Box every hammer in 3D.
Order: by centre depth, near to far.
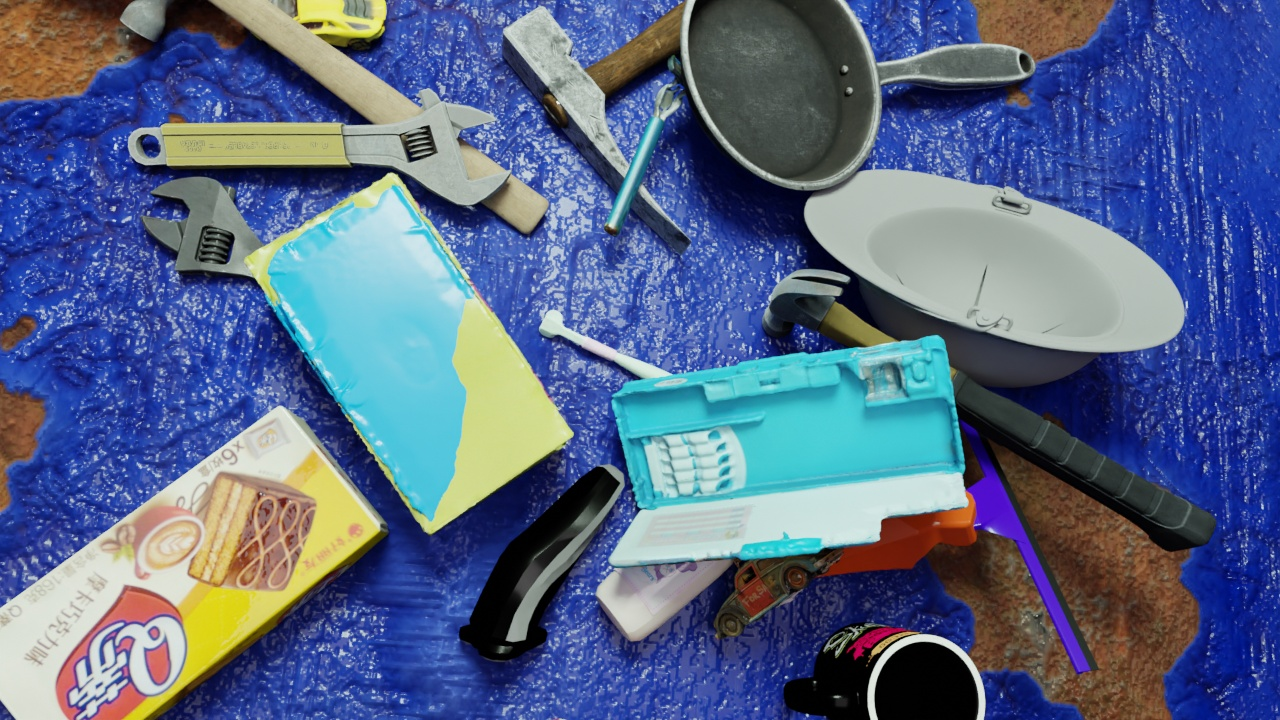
[{"bbox_3d":[0.238,0.032,0.645,0.333,0.118,0.025,32,74,9],"label":"hammer"},{"bbox_3d":[-0.211,-0.201,0.677,0.331,0.030,0.119,36,99,-6],"label":"hammer"},{"bbox_3d":[0.069,-0.250,0.747,0.300,0.037,0.217,-38,87,-15],"label":"hammer"}]

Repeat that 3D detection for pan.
[{"bbox_3d":[0.181,-0.231,0.738,0.356,0.055,0.187,-9,87,-30],"label":"pan"}]

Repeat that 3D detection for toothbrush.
[{"bbox_3d":[-0.004,0.004,0.695,0.155,0.015,0.022,26,106,-4],"label":"toothbrush"}]

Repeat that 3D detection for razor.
[{"bbox_3d":[-0.064,0.136,0.642,0.060,0.057,0.156,39,73,-33],"label":"razor"},{"bbox_3d":[0.005,-0.157,0.688,0.042,0.022,0.143,34,75,-40],"label":"razor"}]

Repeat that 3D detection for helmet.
[{"bbox_3d":[0.248,-0.041,0.700,0.271,0.118,0.182,19,45,13],"label":"helmet"}]

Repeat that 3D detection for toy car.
[{"bbox_3d":[0.089,0.150,0.642,0.112,0.047,0.047,-44,70,26],"label":"toy car"},{"bbox_3d":[-0.248,-0.265,0.700,0.107,0.030,0.049,-5,81,-9],"label":"toy car"}]

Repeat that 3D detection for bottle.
[{"bbox_3d":[0.036,0.138,0.657,0.146,0.051,0.051,-37,87,-15],"label":"bottle"}]

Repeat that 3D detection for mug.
[{"bbox_3d":[0.158,0.229,0.635,0.118,0.098,0.081,-2,79,-10],"label":"mug"}]

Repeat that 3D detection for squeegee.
[{"bbox_3d":[0.178,0.125,0.659,0.185,0.055,0.249,-21,43,12],"label":"squeegee"}]

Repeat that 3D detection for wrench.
[{"bbox_3d":[-0.235,-0.047,0.666,0.273,0.018,0.073,31,76,-4],"label":"wrench"},{"bbox_3d":[-0.232,-0.153,0.668,0.273,0.018,0.084,-2,102,-2],"label":"wrench"}]

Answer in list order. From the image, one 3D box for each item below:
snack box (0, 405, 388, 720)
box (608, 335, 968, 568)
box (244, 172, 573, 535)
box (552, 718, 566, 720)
[{"bbox_3d":[-0.290,0.144,0.595,0.230,0.062,0.110,-39,88,-15],"label":"snack box"},{"bbox_3d":[0.087,0.061,0.590,0.227,0.121,0.098,-9,106,18],"label":"box"},{"bbox_3d":[-0.156,-0.003,0.629,0.124,0.081,0.221,-36,87,-14],"label":"box"},{"bbox_3d":[0.031,0.297,0.591,0.205,0.118,0.049,21,78,-3],"label":"box"}]
